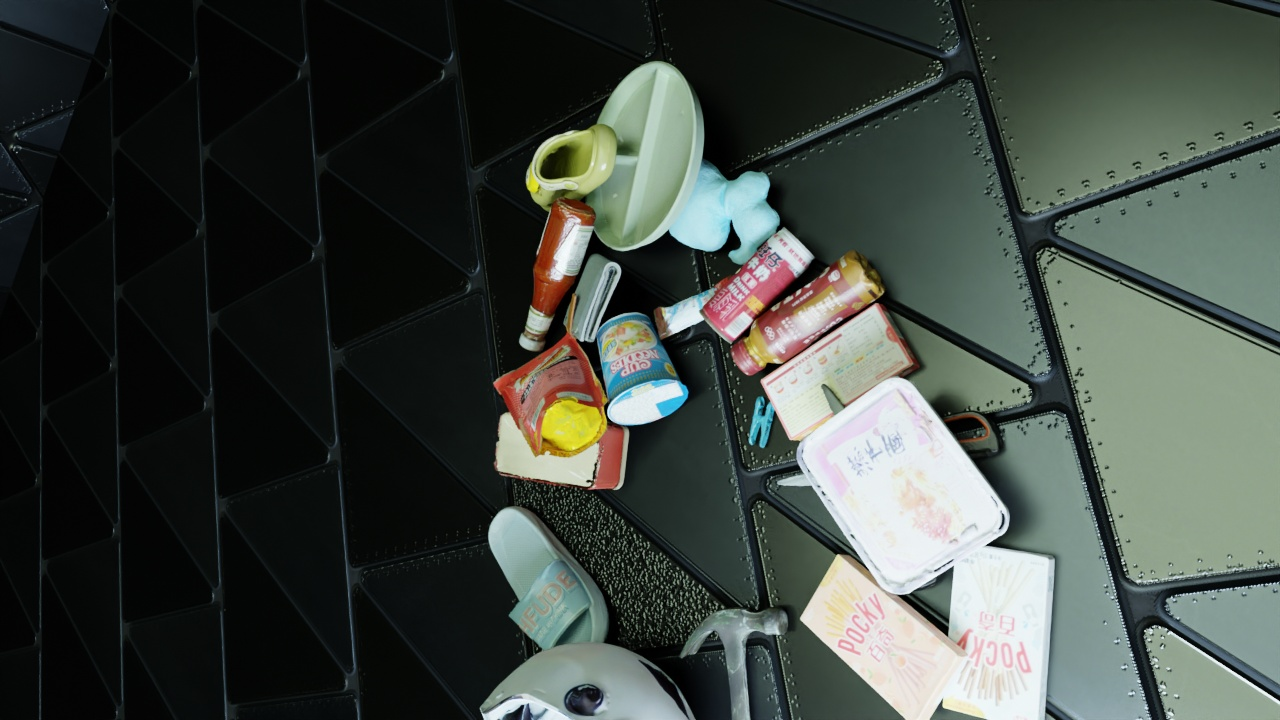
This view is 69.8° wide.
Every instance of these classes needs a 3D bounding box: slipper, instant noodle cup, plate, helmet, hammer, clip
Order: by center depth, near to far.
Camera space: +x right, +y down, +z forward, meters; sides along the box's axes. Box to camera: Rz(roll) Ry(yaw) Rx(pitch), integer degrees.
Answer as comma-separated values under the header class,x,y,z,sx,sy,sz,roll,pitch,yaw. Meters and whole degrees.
class,x,y,z,sx,sy,sz,roll,pitch,yaw
instant noodle cup,0.249,0.118,0.876,0.138,0.060,0.173,-39,69,19
hammer,0.111,0.431,0.985,0.126,0.031,0.323,-12,77,34
helmet,-0.037,0.403,1.009,0.259,0.145,0.229,0,123,26
clip,0.136,0.069,1.028,0.046,0.014,0.057,11,89,34
instant noodle cup,-0.006,0.006,1.095,0.099,0.099,0.109,-36,57,27
plate,0.002,-0.247,1.123,0.231,0.027,0.230,-11,77,53
slipper,-0.126,0.283,1.149,0.104,0.074,0.245,-51,57,18
slipper,-0.100,-0.253,1.175,0.191,0.081,0.091,-12,71,57

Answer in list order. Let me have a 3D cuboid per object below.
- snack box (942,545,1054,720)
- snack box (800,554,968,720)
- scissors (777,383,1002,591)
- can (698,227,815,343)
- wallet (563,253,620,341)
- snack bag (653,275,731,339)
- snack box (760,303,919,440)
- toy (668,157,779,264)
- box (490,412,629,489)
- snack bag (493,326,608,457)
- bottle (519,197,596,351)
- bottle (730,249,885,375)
class,x,y,z,sx,sy,sz,roll,pitch,yaw
snack box,0.333,0.253,0.853,0.085,0.026,0.156,3,85,36
snack box,0.235,0.271,0.902,0.157,0.026,0.084,38,108,43
scissors,0.249,0.121,0.923,0.231,0.021,0.220,-15,79,26
can,0.129,-0.083,1.019,0.133,0.053,0.053,-46,60,11
wallet,-0.065,-0.079,1.134,0.106,0.037,0.129,-67,15,6
snack bag,0.065,-0.061,1.079,0.104,0.026,0.048,-20,60,12
snack box,0.209,0.014,0.975,0.156,0.027,0.077,-36,65,27
toy,0.086,-0.177,1.075,0.157,0.049,0.161,-23,72,34
box,-0.106,0.110,1.157,0.169,0.077,0.091,4,86,35
snack bag,-0.110,0.037,1.127,0.128,0.073,0.208,-40,30,1
bottle,-0.114,-0.108,1.193,0.060,0.059,0.206,37,117,33
bottle,0.175,-0.046,0.988,0.175,0.057,0.057,-37,64,26
